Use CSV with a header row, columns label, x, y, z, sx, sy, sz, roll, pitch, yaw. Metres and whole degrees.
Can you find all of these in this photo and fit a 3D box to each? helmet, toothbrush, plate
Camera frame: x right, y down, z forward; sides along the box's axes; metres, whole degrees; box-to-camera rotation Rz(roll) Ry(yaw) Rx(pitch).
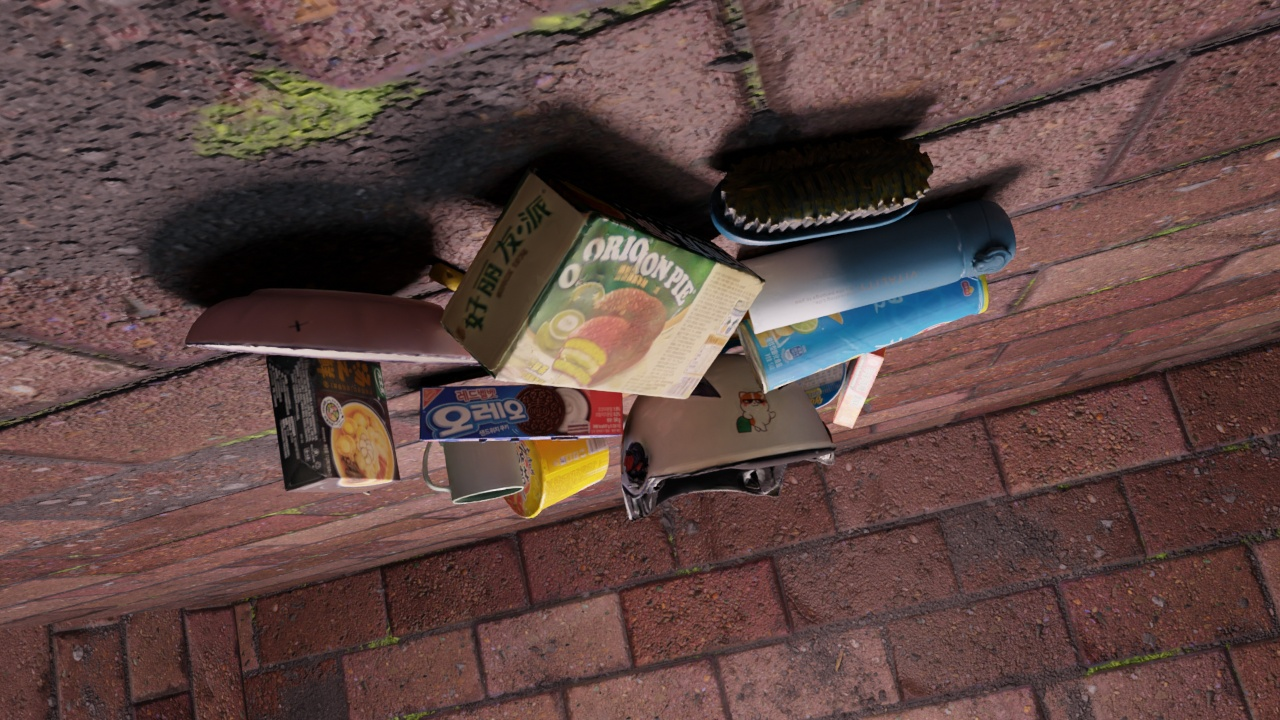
label,x,y,z,sx,sy,sz,roll,pitch,yaw
helmet,0.081,0.070,0.998,0.230,0.156,0.275,-8,162,-14
toothbrush,-0.114,-0.045,0.717,0.017,0.015,0.190,-10,168,15
plate,-0.193,-0.021,0.605,0.192,0.039,0.192,3,178,0

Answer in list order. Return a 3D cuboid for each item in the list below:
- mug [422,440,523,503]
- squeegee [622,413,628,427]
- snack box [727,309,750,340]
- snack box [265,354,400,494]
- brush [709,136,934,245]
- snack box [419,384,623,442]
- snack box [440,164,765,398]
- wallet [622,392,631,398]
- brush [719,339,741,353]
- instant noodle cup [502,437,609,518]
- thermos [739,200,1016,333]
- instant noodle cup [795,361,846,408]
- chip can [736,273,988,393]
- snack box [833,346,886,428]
label,x,y,z,sx,sy,sz,roll,pitch,yaw
mug,-0.202,0.110,1.079,0.111,0.106,0.082,-9,167,-19
squeegee,-0.014,0.080,1.120,0.249,0.040,0.248,13,116,-53
snack box,0.052,-0.034,0.886,0.153,0.026,0.075,-6,170,-24
snack box,-0.254,0.053,0.776,0.053,0.113,0.125,-17,167,17
brush,0.114,-0.105,0.596,0.143,0.055,0.074,-11,166,-9
snack box,-0.122,0.055,0.945,0.207,0.058,0.057,-1,176,-8
snack box,-0.013,-0.040,0.617,0.115,0.063,0.239,-57,151,15
wallet,-0.056,0.028,1.050,0.131,0.031,0.108,-4,163,-30
brush,0.141,-0.028,0.967,0.083,0.046,0.255,-6,175,-28
instant noodle cup,-0.114,0.116,1.158,0.109,0.138,0.138,-15,170,-36
thermos,0.192,-0.079,0.759,0.220,0.070,0.070,-14,167,8
instant noodle cup,0.203,0.008,1.097,0.099,0.099,0.109,-18,174,19
chip can,0.195,-0.039,0.818,0.210,0.071,0.071,-21,167,1
snack box,0.257,0.007,1.059,0.027,0.076,0.156,16,148,9
